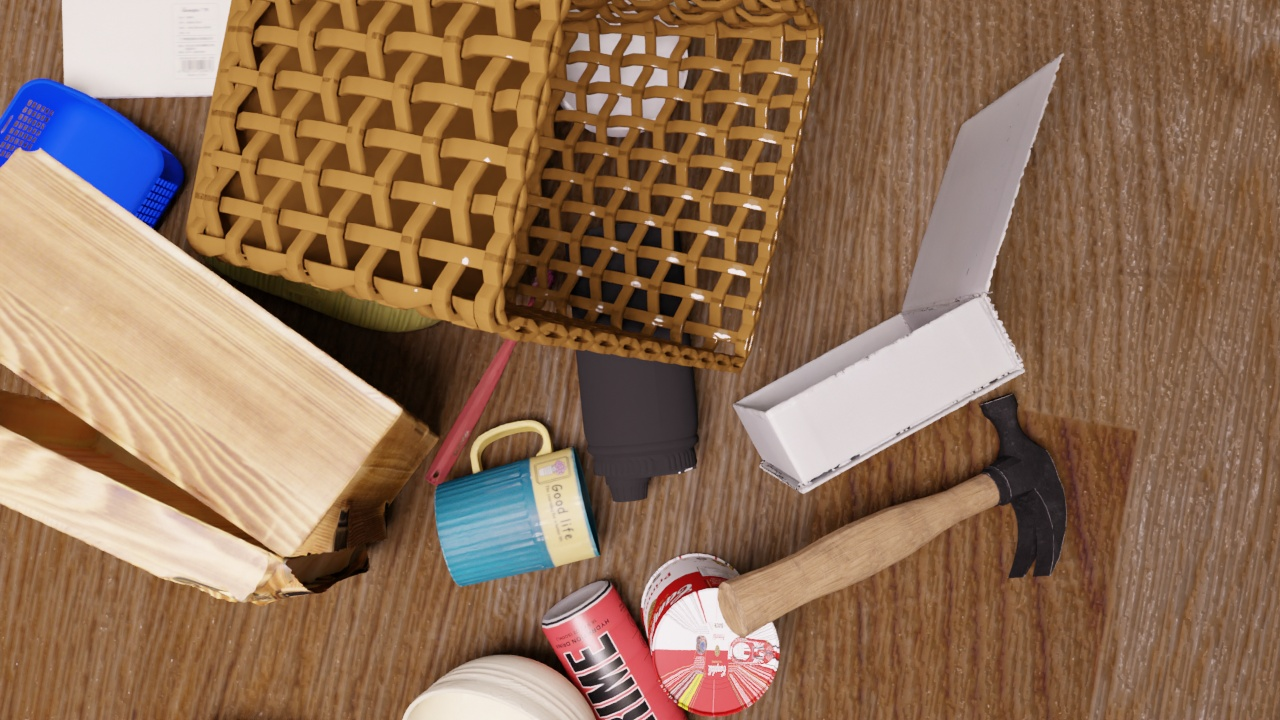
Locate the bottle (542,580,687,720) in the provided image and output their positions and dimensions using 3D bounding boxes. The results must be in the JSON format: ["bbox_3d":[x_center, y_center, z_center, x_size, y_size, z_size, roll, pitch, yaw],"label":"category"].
[{"bbox_3d":[-0.007,0.258,0.693,0.062,0.062,0.176,-29,91,-3],"label":"bottle"}]

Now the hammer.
[{"bbox_3d":[0.187,0.127,0.654,0.304,0.040,0.132,-17,83,-28],"label":"hammer"}]

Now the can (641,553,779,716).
[{"bbox_3d":[0.047,0.195,0.668,0.086,0.116,0.086,0,90,-3],"label":"can"}]

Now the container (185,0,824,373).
[{"bbox_3d":[-0.062,-0.130,0.515,0.214,0.251,0.219,15,93,31],"label":"container"}]

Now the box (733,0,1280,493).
[{"bbox_3d":[0.252,-0.097,0.654,0.119,0.166,0.478,39,88,-2],"label":"box"}]

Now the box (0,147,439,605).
[{"bbox_3d":[-0.262,0.040,0.570,0.245,0.279,0.167,33,78,-3],"label":"box"}]

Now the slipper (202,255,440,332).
[{"bbox_3d":[-0.226,-0.083,0.682,0.190,0.092,0.081,15,49,-12],"label":"slipper"}]

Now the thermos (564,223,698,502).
[{"bbox_3d":[-0.004,0.004,0.682,0.086,0.086,0.198,-6,90,-3],"label":"thermos"}]

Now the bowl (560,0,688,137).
[{"bbox_3d":[-0.018,-0.221,0.699,0.105,0.054,0.105,0,92,-3],"label":"bowl"}]

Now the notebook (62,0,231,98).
[{"bbox_3d":[-0.366,-0.306,0.703,0.153,0.012,0.208,-1,90,-4],"label":"notebook"}]

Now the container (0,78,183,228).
[{"bbox_3d":[-0.406,-0.140,0.676,0.114,0.058,0.096,32,88,-2],"label":"container"}]

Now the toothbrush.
[{"bbox_3d":[-0.116,0.012,0.711,0.016,0.016,0.190,29,88,-3],"label":"toothbrush"}]

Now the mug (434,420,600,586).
[{"bbox_3d":[-0.094,0.103,0.686,0.107,0.083,0.113,-14,68,0],"label":"mug"}]

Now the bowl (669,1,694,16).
[{"bbox_3d":[0.005,-0.324,0.697,0.117,0.061,0.117,0,90,-4],"label":"bowl"}]

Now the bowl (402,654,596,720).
[{"bbox_3d":[-0.090,0.272,0.670,0.151,0.075,0.151,9,118,17],"label":"bowl"}]
